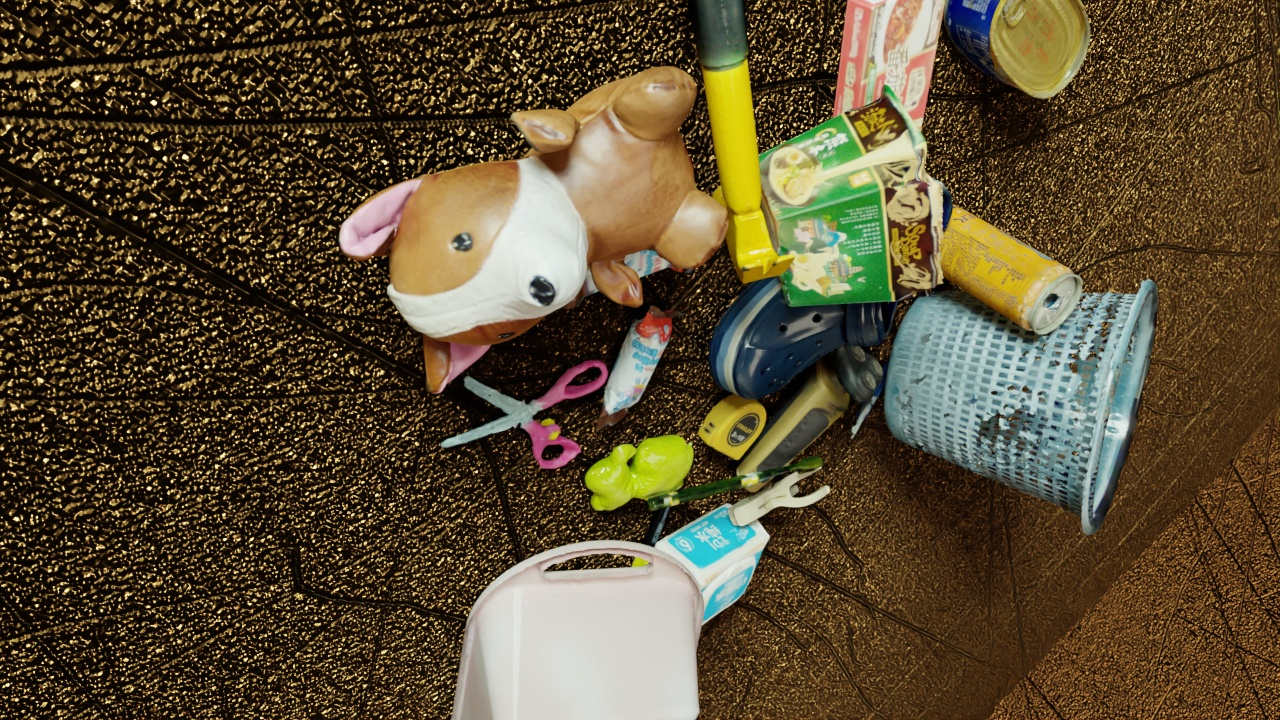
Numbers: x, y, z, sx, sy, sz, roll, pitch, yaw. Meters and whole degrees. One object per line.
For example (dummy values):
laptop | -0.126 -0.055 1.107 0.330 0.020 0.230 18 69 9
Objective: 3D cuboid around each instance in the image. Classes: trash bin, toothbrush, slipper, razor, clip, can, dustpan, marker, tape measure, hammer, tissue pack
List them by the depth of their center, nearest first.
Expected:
hammer | 0.047 -0.169 0.510 0.033 0.128 0.301 -14 131 1
can | 0.288 -0.253 0.698 0.148 0.049 0.075 11 115 -47
slipper | 0.167 -0.048 0.736 0.252 0.095 0.105 -41 139 -12
can | 0.293 -0.082 0.774 0.058 0.146 0.058 -21 133 -24
tape measure | 0.079 0.054 0.794 0.057 0.029 0.060 -51 142 7
toothbrush | 0.085 0.107 0.802 0.185 0.012 0.017 -9 154 -30
dustpan | -0.051 0.265 0.813 0.222 0.138 0.274 1 152 -17
razor | 0.151 0.055 0.838 0.062 0.067 0.168 34 105 -30
marker | 0.010 0.166 0.839 0.018 0.015 0.124 -11 131 -42
trash bin | 0.342 0.024 0.846 0.225 0.195 0.227 -26 122 -50
tissue pack | 0.057 0.201 0.862 0.139 0.063 0.090 -19 136 -45
clip | 0.138 0.125 0.871 0.101 0.096 0.035 -24 97 -54

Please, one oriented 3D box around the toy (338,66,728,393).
toy | -0.051 -0.069 0.498 0.199 0.130 0.140 -26 123 -9

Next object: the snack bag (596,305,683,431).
snack bag | -0.004 0.004 0.673 0.045 0.026 0.105 -22 141 -62

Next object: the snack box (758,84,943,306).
snack box | 0.138 -0.104 0.633 0.105 0.117 0.118 -13 133 5

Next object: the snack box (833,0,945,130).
snack box | 0.176 -0.195 0.666 0.075 0.025 0.153 -26 137 -24

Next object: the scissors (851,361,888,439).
scissors | 0.207 0.053 0.863 0.174 0.012 0.106 -48 163 -43

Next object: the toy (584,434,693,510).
toy | 0.003 0.091 0.755 0.100 0.031 0.097 -29 142 -15

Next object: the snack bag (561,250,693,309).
snack bag | -0.008 -0.068 0.608 0.104 0.026 0.048 -19 123 -31

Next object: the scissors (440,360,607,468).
scissors | -0.074 0.033 0.647 0.125 0.017 0.133 -47 138 4
